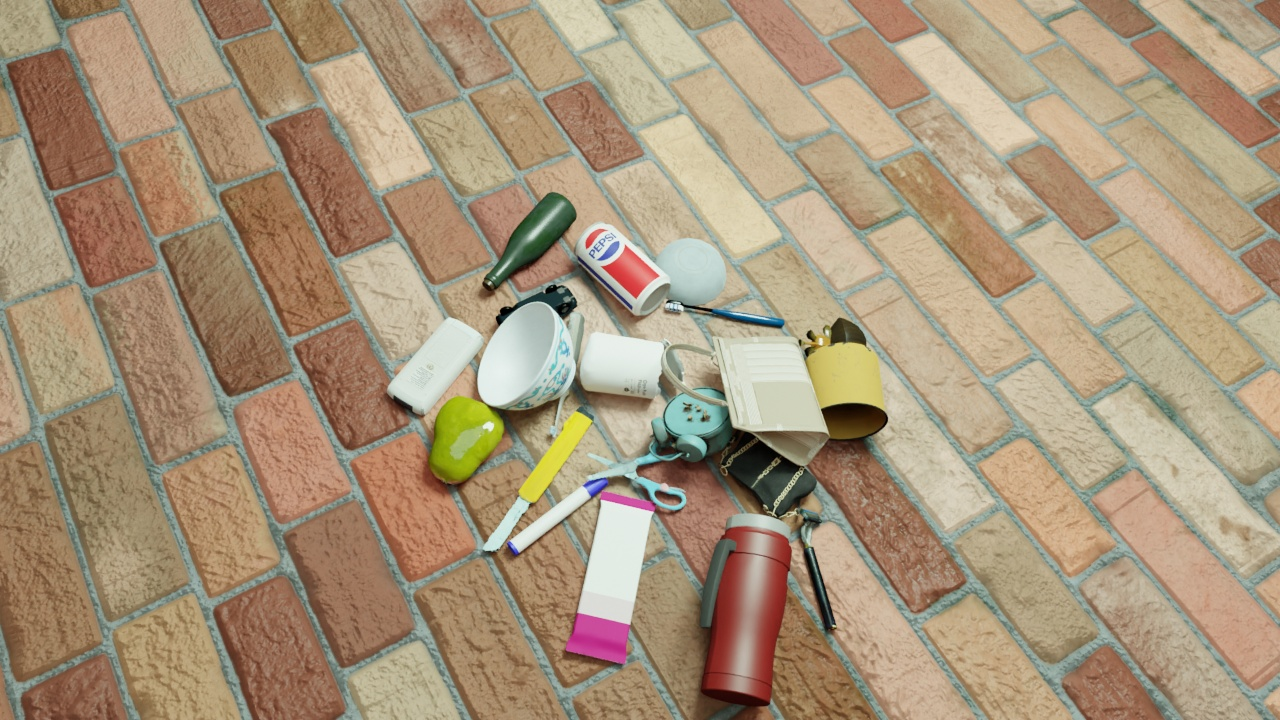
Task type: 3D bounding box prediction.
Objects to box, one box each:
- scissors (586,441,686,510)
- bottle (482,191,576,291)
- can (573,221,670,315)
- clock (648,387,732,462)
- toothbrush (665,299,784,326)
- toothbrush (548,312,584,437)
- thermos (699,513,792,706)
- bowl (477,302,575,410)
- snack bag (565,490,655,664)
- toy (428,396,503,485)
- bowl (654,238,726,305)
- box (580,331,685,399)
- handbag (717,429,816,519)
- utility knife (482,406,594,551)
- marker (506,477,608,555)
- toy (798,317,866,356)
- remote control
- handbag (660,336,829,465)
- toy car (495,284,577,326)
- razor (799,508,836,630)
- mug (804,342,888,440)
[{"bbox_3d":[0.000,0.127,1.142,0.140,0.015,0.111,26,54,-6],"label":"scissors"},{"bbox_3d":[-0.160,-0.161,1.278,0.055,0.055,0.173,32,64,12],"label":"bottle"},{"bbox_3d":[-0.025,-0.126,1.262,0.070,0.070,0.132,-38,70,-23],"label":"can"},{"bbox_3d":[0.064,0.086,1.144,0.124,0.053,0.090,-39,42,-24],"label":"clock"},{"bbox_3d":[0.117,-0.064,1.272,0.167,0.014,0.014,10,71,-2],"label":"toothbrush"},{"bbox_3d":[-0.097,0.019,1.201,0.024,0.022,0.185,29,55,-31],"label":"toothbrush"},{"bbox_3d":[0.112,0.274,1.032,0.108,0.084,0.198,31,57,-31],"label":"thermos"},{"bbox_3d":[-0.131,0.007,1.161,0.074,0.144,0.143,33,51,-37],"label":"bowl"},{"bbox_3d":[-0.033,0.251,1.078,0.070,0.016,0.196,13,60,-3],"label":"snack bag"},{"bbox_3d":[-0.221,0.099,1.127,0.090,0.051,0.109,23,64,10],"label":"toy"},{"bbox_3d":[0.071,-0.132,1.292,0.106,0.039,0.106,2,60,-4],"label":"bowl"},{"bbox_3d":[-0.004,0.005,1.187,0.143,0.080,0.089,10,46,-2],"label":"box"},{"bbox_3d":[0.158,0.141,1.145,0.079,0.054,0.128,-42,74,-13],"label":"handbag"},{"bbox_3d":[-0.124,0.144,1.129,0.030,0.019,0.223,26,57,16],"label":"utility knife"},{"bbox_3d":[-0.099,0.184,1.107,0.141,0.020,0.020,-36,69,-22],"label":"marker"},{"bbox_3d":[0.255,-0.020,1.235,0.100,0.063,0.076,4,96,-20],"label":"toy"},{"bbox_3d":[-0.265,0.006,1.190,0.060,0.025,0.138,30,64,11],"label":"remote control"},{"bbox_3d":[0.117,0.026,1.129,0.197,0.062,0.175,16,37,-19],"label":"handbag"},{"bbox_3d":[-0.139,-0.065,1.237,0.112,0.034,0.046,-28,67,-20],"label":"toy car"},{"bbox_3d":[0.211,0.250,1.100,0.022,0.042,0.144,-24,61,31],"label":"razor"},{"bbox_3d":[0.270,0.043,1.185,0.123,0.101,0.094,26,51,-34],"label":"mug"}]
